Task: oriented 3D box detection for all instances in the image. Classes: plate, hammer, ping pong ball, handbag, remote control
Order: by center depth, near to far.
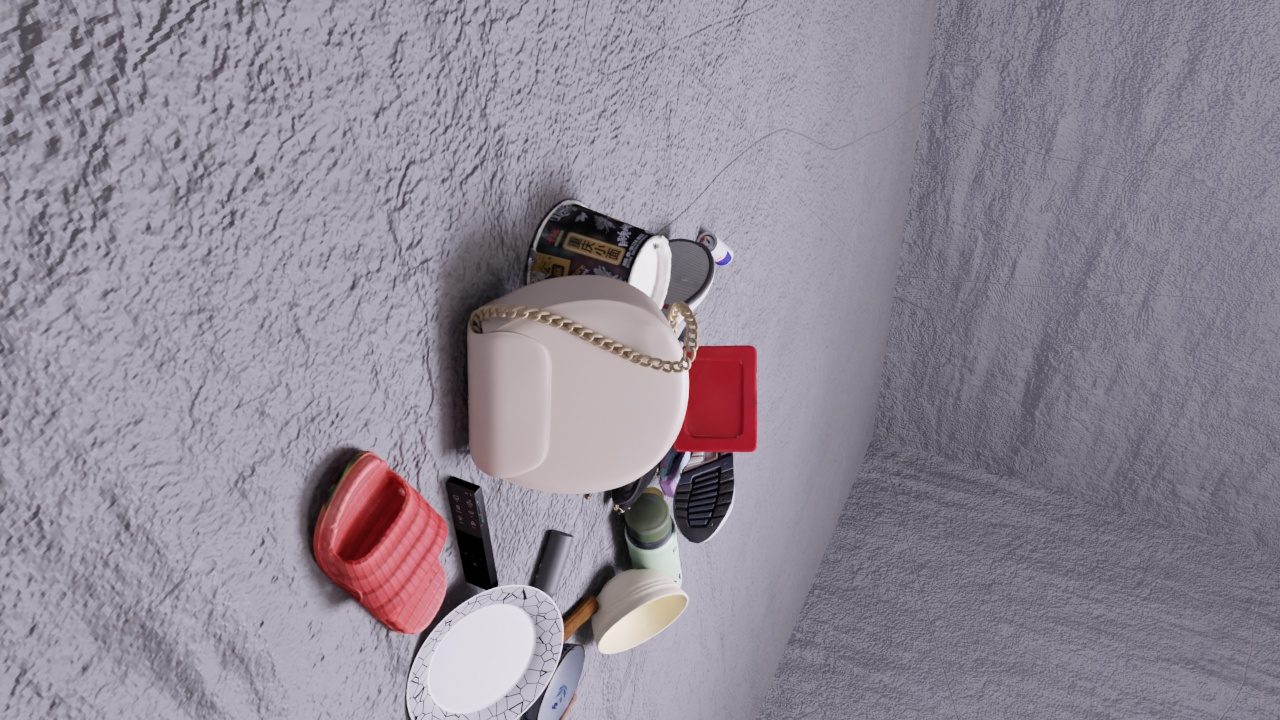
[{"bbox_3d":[-0.059,0.029,0.879,0.103,0.208,0.211,-114,-155,-60],"label":"handbag"},{"bbox_3d":[-0.170,0.179,0.933,0.013,0.034,0.150,-50,149,-45],"label":"remote control"},{"bbox_3d":[-0.167,0.325,0.991,0.188,0.016,0.189,-16,117,-34],"label":"plate"},{"bbox_3d":[-0.137,0.380,1.163,0.322,0.033,0.115,-27,131,-62],"label":"hammer"},{"bbox_3d":[-0.005,0.163,1.298,0.128,0.054,0.079,-47,150,-53],"label":"handbag"},{"bbox_3d":[0.017,0.213,1.400,0.040,0.040,0.040,-48,147,-47],"label":"ping pong ball"}]

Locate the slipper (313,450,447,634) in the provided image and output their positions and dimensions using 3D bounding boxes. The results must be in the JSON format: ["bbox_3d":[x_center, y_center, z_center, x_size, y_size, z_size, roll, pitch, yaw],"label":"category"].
[{"bbox_3d":[-0.210,0.176,0.805,0.103,0.059,0.249,-59,155,-34],"label":"slipper"}]

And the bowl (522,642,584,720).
[{"bbox_3d":[-0.115,0.390,1.115,0.114,0.045,0.114,-53,154,-41],"label":"bowl"}]

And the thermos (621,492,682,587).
[{"bbox_3d":[0.016,0.283,1.396,0.082,0.082,0.232,-60,157,-31],"label":"thermos"}]

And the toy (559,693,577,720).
[{"bbox_3d":[-0.125,0.481,1.225,0.101,0.055,0.042,-55,156,-46],"label":"toy"}]

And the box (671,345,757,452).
[{"bbox_3d":[0.105,0.055,1.324,0.110,0.134,0.157,-153,-117,-85],"label":"box"}]

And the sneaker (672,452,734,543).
[{"bbox_3d":[0.104,0.184,1.424,0.124,0.089,0.239,91,11,-60],"label":"sneaker"}]

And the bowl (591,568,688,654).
[{"bbox_3d":[-0.012,0.357,1.351,0.150,0.075,0.151,-23,147,-16],"label":"bowl"}]

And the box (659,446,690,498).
[{"bbox_3d":[0.085,0.110,1.502,0.151,0.035,0.213,79,34,-61],"label":"box"}]

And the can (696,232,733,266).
[{"bbox_3d":[0.113,-0.166,1.377,0.095,0.032,0.032,18,88,-68],"label":"can"}]

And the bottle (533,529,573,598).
[{"bbox_3d":[-0.114,0.269,1.137,0.030,0.030,0.113,26,81,-68],"label":"bottle"}]

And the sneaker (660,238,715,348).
[{"bbox_3d":[0.021,-0.048,1.175,0.129,0.097,0.262,97,19,-52],"label":"sneaker"}]

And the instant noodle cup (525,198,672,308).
[{"bbox_3d":[-0.038,-0.089,0.960,0.136,0.112,0.137,-48,147,-46],"label":"instant noodle cup"}]

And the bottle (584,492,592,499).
[{"bbox_3d":[-0.050,0.133,1.202,0.106,0.025,0.025,-67,157,-17],"label":"bottle"}]
